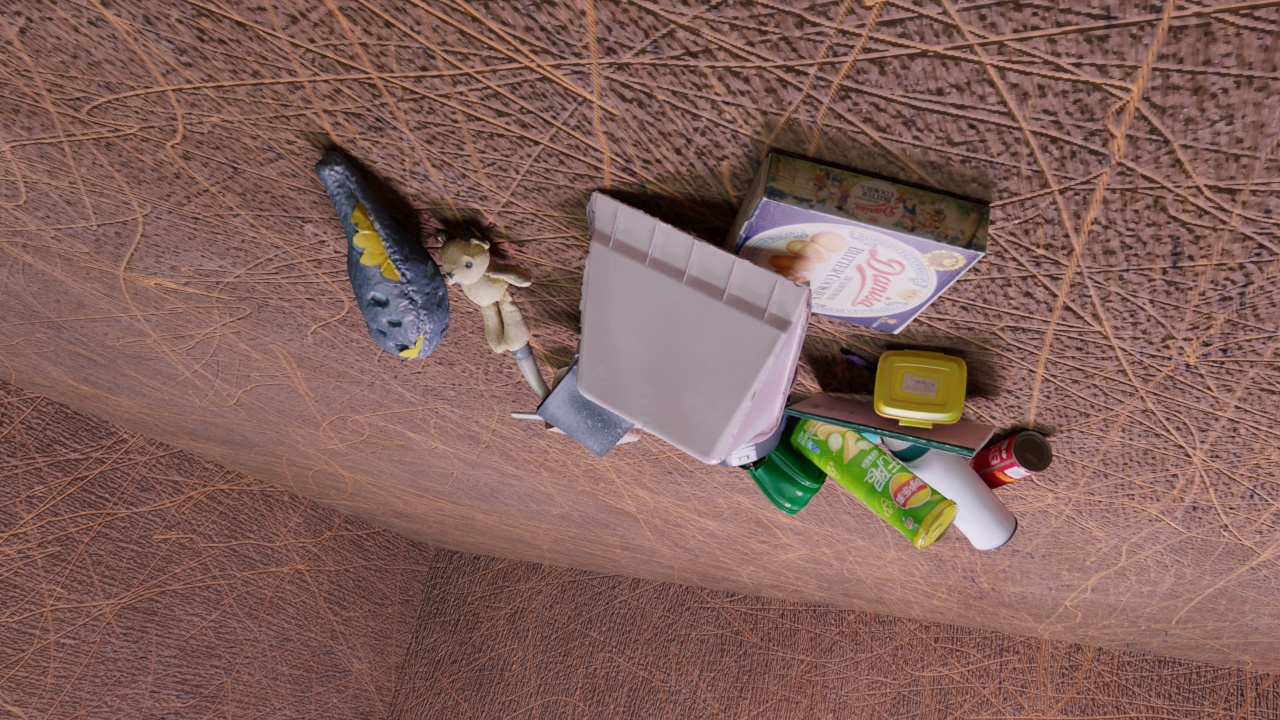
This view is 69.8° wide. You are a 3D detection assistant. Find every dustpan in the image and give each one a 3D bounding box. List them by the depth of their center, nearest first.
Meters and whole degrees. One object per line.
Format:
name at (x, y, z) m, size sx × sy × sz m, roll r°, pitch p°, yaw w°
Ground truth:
dustpan at (0.049, -0.023, 0.884) m, size 0.222 × 0.138 × 0.274 m, roll 30°, pitch 123°, yaw 19°

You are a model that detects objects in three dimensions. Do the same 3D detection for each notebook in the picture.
notebook at (0.285, 0.069, 1.047) m, size 0.209 × 0.012 × 0.150 m, roll 12°, pitch -169°, yaw 28°

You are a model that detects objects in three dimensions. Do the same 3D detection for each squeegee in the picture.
squeegee at (-0.125, -0.002, 1.053) m, size 0.247 × 0.039 × 0.247 m, roll 2°, pitch 133°, yaw 40°

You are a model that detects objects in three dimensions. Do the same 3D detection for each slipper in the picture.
slipper at (0.134, 0.085, 1.127) m, size 0.111 × 0.083 × 0.268 m, roll -9°, pitch 172°, yaw 9°

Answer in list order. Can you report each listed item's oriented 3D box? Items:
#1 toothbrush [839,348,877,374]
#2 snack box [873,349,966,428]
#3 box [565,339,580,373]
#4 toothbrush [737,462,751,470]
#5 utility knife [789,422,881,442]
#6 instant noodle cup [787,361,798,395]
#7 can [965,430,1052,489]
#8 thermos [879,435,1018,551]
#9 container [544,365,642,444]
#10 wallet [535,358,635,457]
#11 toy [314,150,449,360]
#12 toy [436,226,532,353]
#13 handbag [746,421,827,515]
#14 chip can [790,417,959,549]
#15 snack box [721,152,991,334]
toothbrush at (0.293, 0.027, 1.066) m, size 0.189 × 0.016 × 0.014 m, roll 27°, pitch 159°, yaw -31°
snack box at (0.302, 0.035, 0.993) m, size 0.091 × 0.082 × 0.080 m, roll 7°, pitch 169°, yaw 17°
box at (-0.010, 0.005, 1.069) m, size 0.202 × 0.094 × 0.091 m, roll -8°, pitch -169°, yaw 44°
toothbrush at (0.078, 0.088, 1.230) m, size 0.189 × 0.014 × 0.016 m, roll 38°, pitch 131°, yaw 31°
utility knife at (0.264, 0.098, 1.278) m, size 0.161 × 0.013 × 0.029 m, roll 6°, pitch 156°, yaw 23°
instant noodle cup at (0.111, -0.016, 0.936) m, size 0.111 × 0.111 × 0.099 m, roll 9°, pitch 153°, yaw 8°
can at (0.471, 0.132, 1.187) m, size 0.053 × 0.053 × 0.133 m, roll 14°, pitch 160°, yaw -4°
thermos at (0.393, 0.152, 1.181) m, size 0.224 × 0.073 × 0.073 m, roll 45°, pitch 148°, yaw -19°
container at (-0.058, 0.064, 1.267) m, size 0.110 × 0.090 × 0.090 m, roll 21°, pitch 158°, yaw -31°
wallet at (-0.057, 0.055, 1.035) m, size 0.097 × 0.019 × 0.121 m, roll 35°, pitch 137°, yaw -7°
toy at (-0.259, -0.072, 0.967) m, size 0.138 × 0.091 × 0.357 m, roll 47°, pitch 160°, yaw 15°
toy at (-0.162, -0.071, 0.956) m, size 0.105 × 0.066 × 0.157 m, roll 9°, pitch 140°, yaw 28°
handbag at (0.193, 0.138, 1.247) m, size 0.120 × 0.131 × 0.068 m, roll 38°, pitch 116°, yaw 5°
chip can at (0.286, 0.141, 1.150) m, size 0.221 × 0.072 × 0.072 m, roll 40°, pitch 178°, yaw 34°
snack box at (0.169, -0.092, 0.776) m, size 0.182 × 0.045 × 0.178 m, roll 14°, pitch 161°, yaw -2°
